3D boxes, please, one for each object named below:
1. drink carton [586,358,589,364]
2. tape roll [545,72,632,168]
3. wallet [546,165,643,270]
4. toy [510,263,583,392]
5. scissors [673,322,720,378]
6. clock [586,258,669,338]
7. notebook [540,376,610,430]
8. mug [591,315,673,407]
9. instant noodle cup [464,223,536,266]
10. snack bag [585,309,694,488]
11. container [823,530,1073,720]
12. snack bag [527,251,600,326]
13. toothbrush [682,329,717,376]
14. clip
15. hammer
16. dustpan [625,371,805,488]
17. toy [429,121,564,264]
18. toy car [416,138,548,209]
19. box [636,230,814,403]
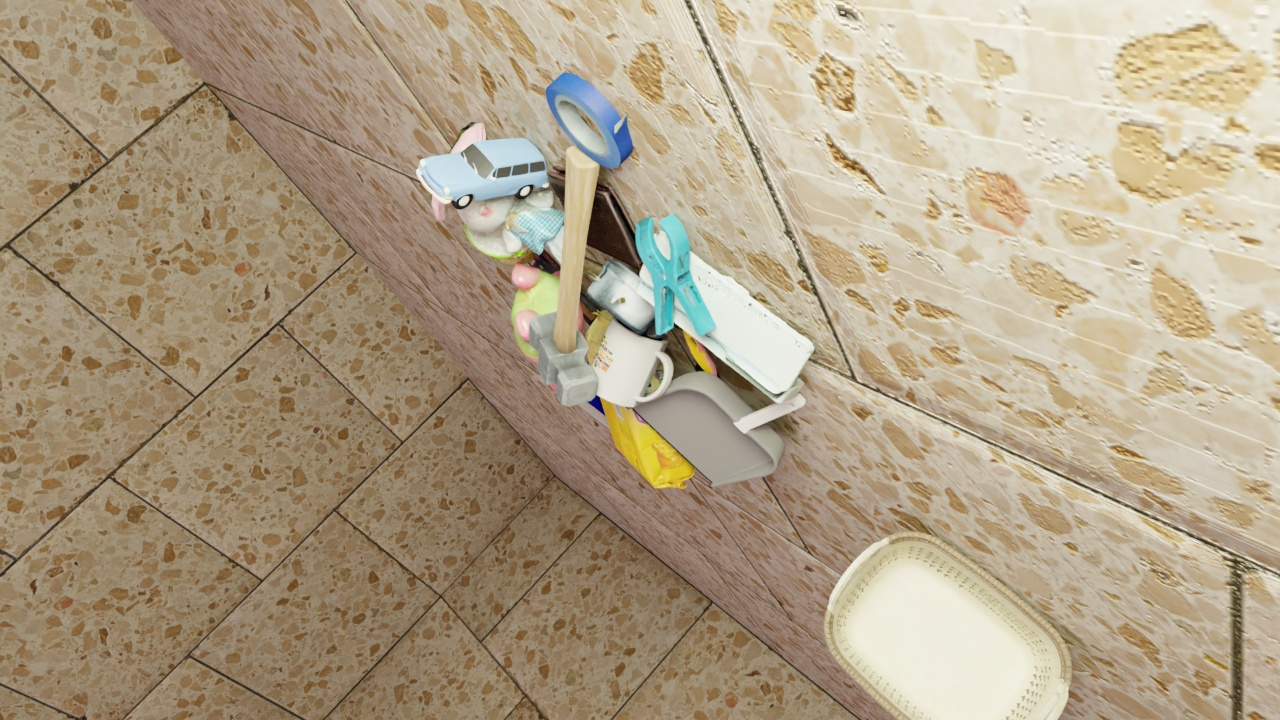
[{"bbox_3d":[-0.044,0.035,1.485,0.130,0.040,0.064,42,-167,8],"label":"drink carton"},{"bbox_3d":[-0.047,-0.217,0.833,0.093,0.016,0.091,40,166,15],"label":"tape roll"},{"bbox_3d":[-0.046,-0.154,0.997,0.099,0.031,0.120,29,159,37],"label":"wallet"},{"bbox_3d":[-0.118,-0.037,1.255,0.097,0.191,0.237,-6,154,9],"label":"toy"},{"bbox_3d":[0.058,-0.012,1.132,0.202,0.015,0.204,27,151,50],"label":"scissors"},{"bbox_3d":[-0.009,-0.069,1.059,0.090,0.052,0.129,40,-176,31],"label":"clock"},{"bbox_3d":[-0.074,0.050,1.488,0.171,0.022,0.209,38,-168,-5],"label":"notebook"},{"bbox_3d":[-0.007,0.006,1.109,0.105,0.090,0.073,36,-159,32],"label":"mug"},{"bbox_3d":[-0.171,-0.168,1.191,0.099,0.099,0.108,43,174,5],"label":"instant noodle cup"},{"bbox_3d":[-0.005,0.061,1.266,0.159,0.068,0.247,36,147,56],"label":"snack bag"},{"bbox_3d":[0.333,0.317,1.019,0.246,0.184,0.143,40,177,22],"label":"container"},{"bbox_3d":[-0.113,-0.108,1.344,0.155,0.018,0.075,45,166,-6],"label":"snack bag"},{"bbox_3d":[0.059,-0.029,1.054,0.021,0.016,0.135,6,134,44],"label":"toothbrush"},{"bbox_3d":[0.019,-0.083,0.908,0.113,0.028,0.127,11,122,38],"label":"clip"},{"bbox_3d":[-0.076,-0.090,0.998,0.117,0.051,0.324,59,153,34],"label":"hammer"},{"bbox_3d":[0.107,0.077,1.095,0.163,0.033,0.258,44,141,-13],"label":"dustpan"},{"bbox_3d":[-0.159,-0.168,1.071,0.205,0.131,0.105,35,-157,-4],"label":"toy"},{"bbox_3d":[-0.163,-0.203,0.980,0.056,0.153,0.055,48,132,21],"label":"toy car"},{"bbox_3d":[0.087,-0.042,0.934,0.197,0.075,0.126,39,147,16],"label":"box"}]
